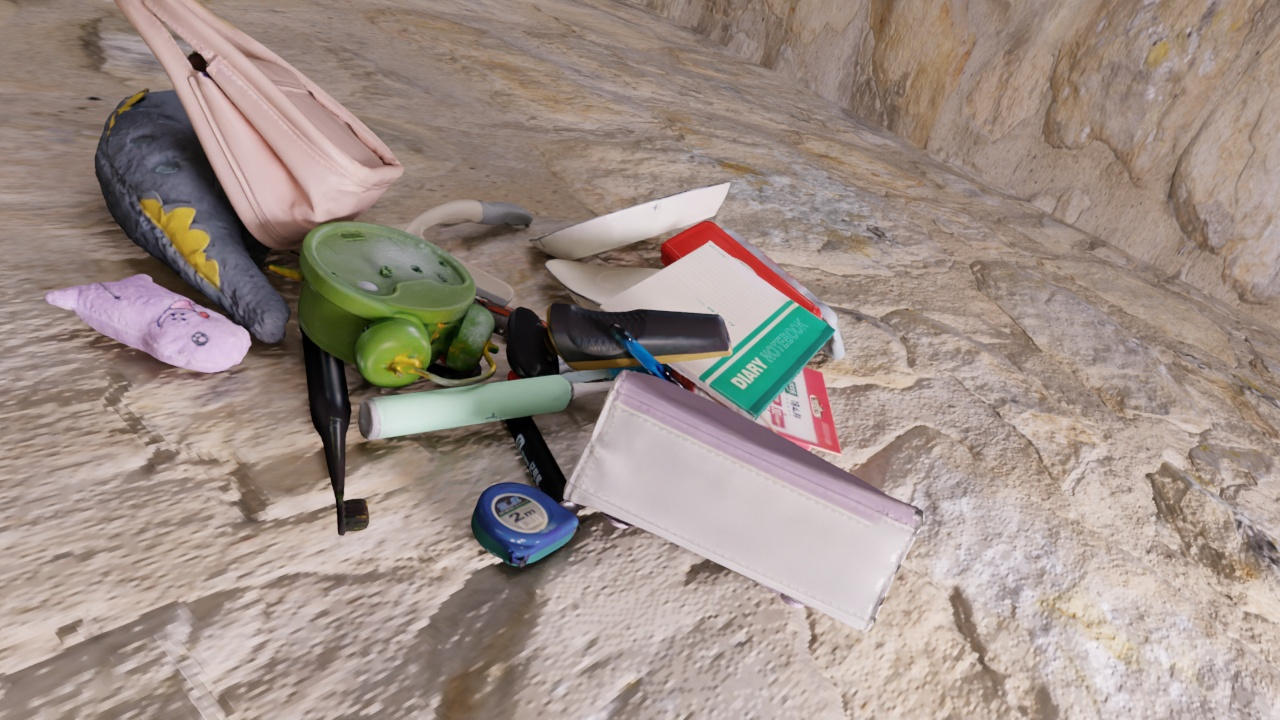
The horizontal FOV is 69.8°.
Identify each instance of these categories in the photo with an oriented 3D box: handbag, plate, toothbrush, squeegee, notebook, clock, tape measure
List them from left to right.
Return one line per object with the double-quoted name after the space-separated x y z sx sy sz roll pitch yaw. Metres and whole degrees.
-0.292 -0.197 0.678 0.234 0.093 0.193 51 3 -15 "handbag"
-0.191 0.031 0.570 0.027 0.026 0.212 -3 35 -23 "toothbrush"
-0.164 -0.033 0.620 0.161 0.056 0.115 37 29 23 "clock"
-0.164 -0.135 0.871 0.246 0.039 0.246 25 22 17 "squeegee"
-0.072 0.097 0.544 0.054 0.025 0.058 34 27 24 "tape measure"
-0.081 0.025 0.625 0.224 0.027 0.026 -7 45 -37 "toothbrush"
-0.003 -0.145 0.965 0.162 0.034 0.265 -12 10 29 "plate"
0.003 -0.051 0.846 0.163 0.034 0.164 2 22 -33 "plate"
0.043 0.036 0.676 0.189 0.014 0.016 44 19 -20 "toothbrush"
0.074 -0.033 0.783 0.150 0.012 0.208 36 34 12 "notebook"
0.060 0.083 0.592 0.197 0.098 0.145 25 8 3 "handbag"

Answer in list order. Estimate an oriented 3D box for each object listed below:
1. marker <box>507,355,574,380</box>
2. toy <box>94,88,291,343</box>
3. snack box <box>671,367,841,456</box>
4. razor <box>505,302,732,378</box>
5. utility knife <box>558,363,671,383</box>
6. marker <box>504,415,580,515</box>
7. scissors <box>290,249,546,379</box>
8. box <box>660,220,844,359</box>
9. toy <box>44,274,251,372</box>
-0.055 0.000 0.748 0.017 0.017 0.145 36 29 24 "marker"
-0.339 -0.141 0.702 0.137 0.091 0.356 24 25 -37 "toy"
0.090 0.037 0.750 0.127 0.044 0.113 19 33 -10 "snack box"
-0.014 -0.013 0.678 0.167 0.068 0.062 -2 48 -4 "razor"
-0.005 0.005 0.778 0.034 0.018 0.208 38 31 27 "utility knife"
-0.071 0.059 0.622 0.022 0.020 0.132 -13 39 -20 "marker"
-0.168 -0.044 0.731 0.220 0.022 0.230 13 25 -20 "scissors"
0.119 -0.063 0.981 0.112 0.100 0.201 -31 50 -16 "box"
-0.296 -0.023 0.575 0.108 0.039 0.083 23 18 2 "toy"
